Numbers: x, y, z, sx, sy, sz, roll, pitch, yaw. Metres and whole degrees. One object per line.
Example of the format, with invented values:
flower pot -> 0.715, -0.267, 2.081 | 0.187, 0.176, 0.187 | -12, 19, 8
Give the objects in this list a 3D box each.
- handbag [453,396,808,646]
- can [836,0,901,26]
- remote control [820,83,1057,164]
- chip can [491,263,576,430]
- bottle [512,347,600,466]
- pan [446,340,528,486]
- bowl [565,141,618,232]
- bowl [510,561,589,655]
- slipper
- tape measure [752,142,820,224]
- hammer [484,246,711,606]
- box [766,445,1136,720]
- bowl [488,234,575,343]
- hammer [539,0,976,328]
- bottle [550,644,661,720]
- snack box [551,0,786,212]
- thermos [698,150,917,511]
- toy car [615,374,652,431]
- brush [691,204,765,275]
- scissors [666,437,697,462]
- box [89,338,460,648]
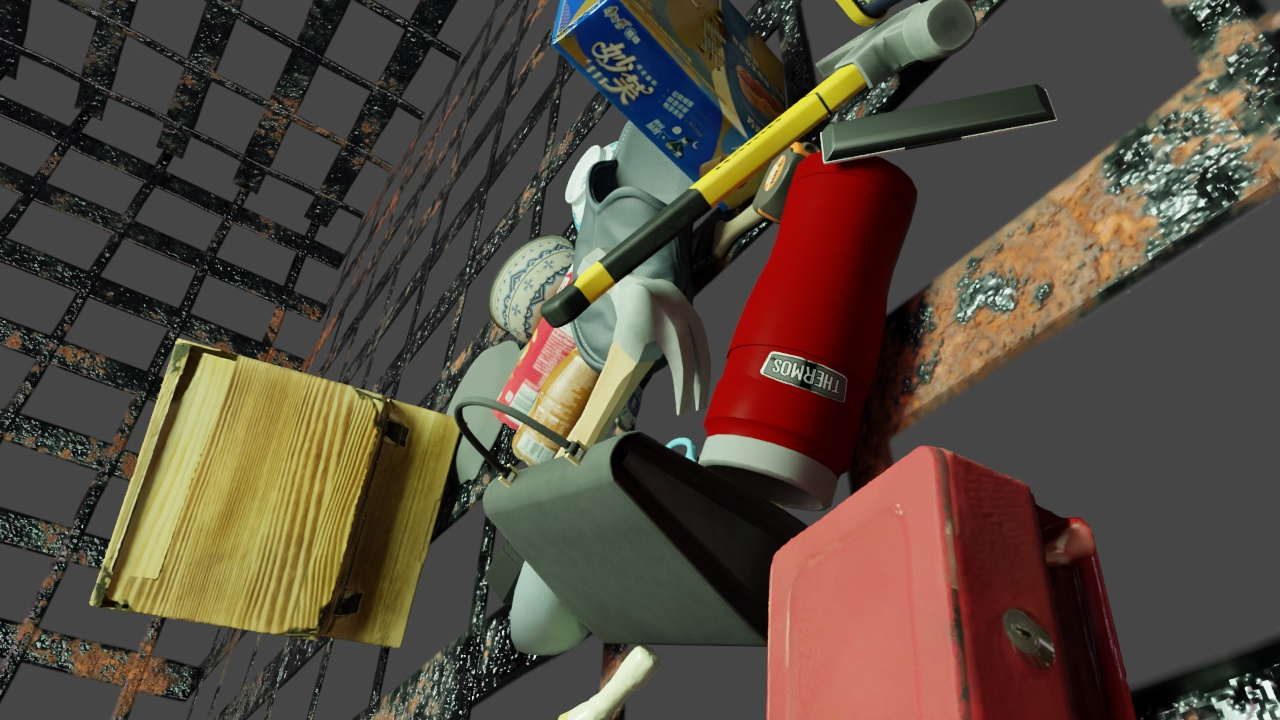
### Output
handbag -> -0.032, 0.086, 0.546 | 0.176, 0.195, 0.072 | -25, 29, 54
can -> 0.191, -0.307, 0.613 | 0.105, 0.075, 0.135 | -13, 40, 57
remote control -> 0.164, -0.133, 0.514 | 0.124, 0.012, 0.028 | -8, 50, 15
chip can -> -0.058, -0.034, 0.876 | 0.233, 0.073, 0.073 | -60, 25, 13
bottle -> -0.055, 0.022, 0.829 | 0.167, 0.059, 0.059 | -61, 25, 9
pan -> -0.170, 0.020, 1.102 | 0.356, 0.024, 0.216 | -48, 29, 30
bowl -> -0.029, -0.175, 0.947 | 0.144, 0.074, 0.143 | -45, 31, 36
bowl -> -0.051, 0.166, 0.666 | 0.039, 0.106, 0.106 | 14, 75, 20
slipper -> -0.007, -0.117, 0.757 | 0.109, 0.083, 0.265 | 3, 68, 20
tape measure -> 0.114, -0.129, 0.670 | 0.058, 0.038, 0.059 | -65, 11, -4
hammer -> -0.050, 0.076, 0.728 | 0.131, 0.039, 0.329 | 45, 124, 25
box -> 0.112, 0.132, 0.360 | 0.130, 0.097, 0.157 | -46, 30, 44
bowl -> -0.090, -0.063, 0.934 | 0.059, 0.115, 0.116 | 38, 104, 30
hammer -> 0.063, -0.128, 0.621 | 0.324, 0.034, 0.170 | -39, 13, -1
bottle -> -0.050, 0.259, 0.617 | 0.185, 0.045, 0.045 | -50, 27, 14
snack box -> 0.032, -0.241, 0.727 | 0.069, 0.202, 0.154 | -28, 41, 32
thermos -> 0.099, -0.015, 0.546 | 0.108, 0.084, 0.198 | 97, -167, -72
toy car -> -0.005, 0.004, 0.769 | 0.040, 0.048, 0.112 | 2, 62, 15
brush -> 0.064, -0.100, 0.767 | 0.152, 0.012, 0.038 | -31, 40, 50
scissors -> 0.036, 0.096, 0.635 | 0.142, 0.015, 0.095 | -6, 60, 68
box -> -0.413, 0.156, 1.062 | 0.287, 0.336, 0.279 | -5, 68, 60
